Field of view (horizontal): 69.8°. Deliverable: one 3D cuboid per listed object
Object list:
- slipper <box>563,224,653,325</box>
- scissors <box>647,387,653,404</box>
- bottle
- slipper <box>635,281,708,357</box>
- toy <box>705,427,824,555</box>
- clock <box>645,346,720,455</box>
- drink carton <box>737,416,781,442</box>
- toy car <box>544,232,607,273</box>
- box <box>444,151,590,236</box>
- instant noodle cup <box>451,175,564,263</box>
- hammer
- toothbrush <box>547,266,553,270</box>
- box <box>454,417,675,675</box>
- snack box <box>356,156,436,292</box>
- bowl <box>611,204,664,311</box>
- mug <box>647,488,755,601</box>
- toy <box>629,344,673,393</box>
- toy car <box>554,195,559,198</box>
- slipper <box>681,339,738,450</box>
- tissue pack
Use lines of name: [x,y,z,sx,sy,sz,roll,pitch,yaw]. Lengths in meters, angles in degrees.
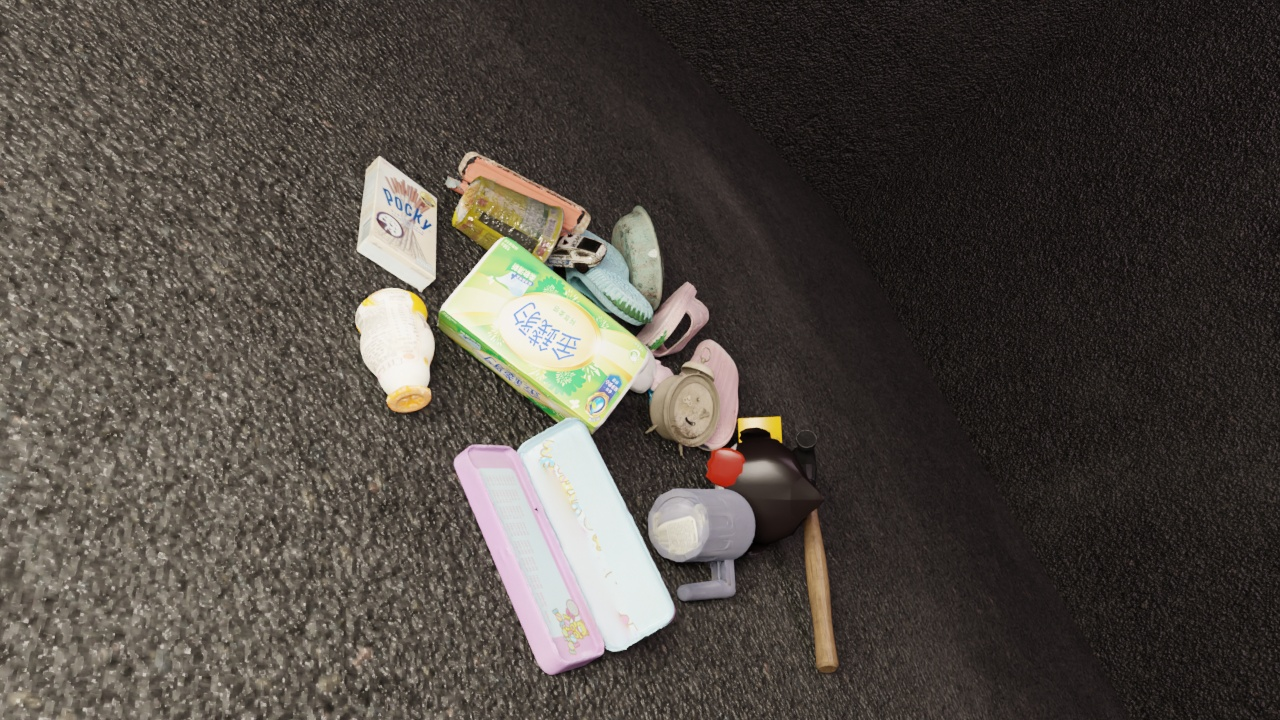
slipper: [-0.058,-0.109,1.238,0.116,0.069,0.276,33,15,-32]
scissors: [0.027,0.047,1.245,0.113,0.013,0.140,14,41,-53]
bottle: [-0.210,-0.008,0.798,0.063,0.063,0.108,23,39,-51]
slipper: [0.055,-0.055,1.347,0.064,0.094,0.238,45,20,-6]
toy: [0.165,0.159,1.186,0.184,0.140,0.159,-22,113,-78]
clock: [0.060,0.045,1.187,0.093,0.055,0.140,35,70,-37]
drink carton: [0.172,0.103,1.327,0.122,0.058,0.040,30,57,-82]
toy car: [-0.099,-0.140,1.161,0.048,0.113,0.041,-65,152,-48]
box: [-0.150,-0.203,1.155,0.187,0.077,0.054,23,67,-34]
instant noodle cup: [-0.162,-0.163,1.097,0.108,0.102,0.102,28,31,-27]
hammer: [0.230,0.257,1.216,0.132,0.040,0.304,81,7,-54]
toothbrush: [-0.126,-0.075,1.134,0.016,0.014,0.166,42,29,-25]
box: [-0.070,0.161,0.818,0.139,0.062,0.214,-15,65,-29]
snack box: [-0.253,-0.145,0.965,0.082,0.026,0.149,35,29,-36]
bowl: [-0.009,-0.146,1.339,0.158,0.038,0.157,169,-90,-75]
mug: [0.069,0.204,1.023,0.104,0.084,0.123,15,70,-55]
toy: [-0.007,0.007,1.199,0.125,0.037,0.075,24,42,-32]
toy car: [-0.145,-0.204,1.215,0.092,0.037,0.040,-3,53,-24]
slipper: [0.094,0.045,1.323,0.107,0.056,0.221,44,33,-16]
tissue pack: [-0.104,-0.015,0.946,0.197,0.120,0.142,44,-19,-3]
